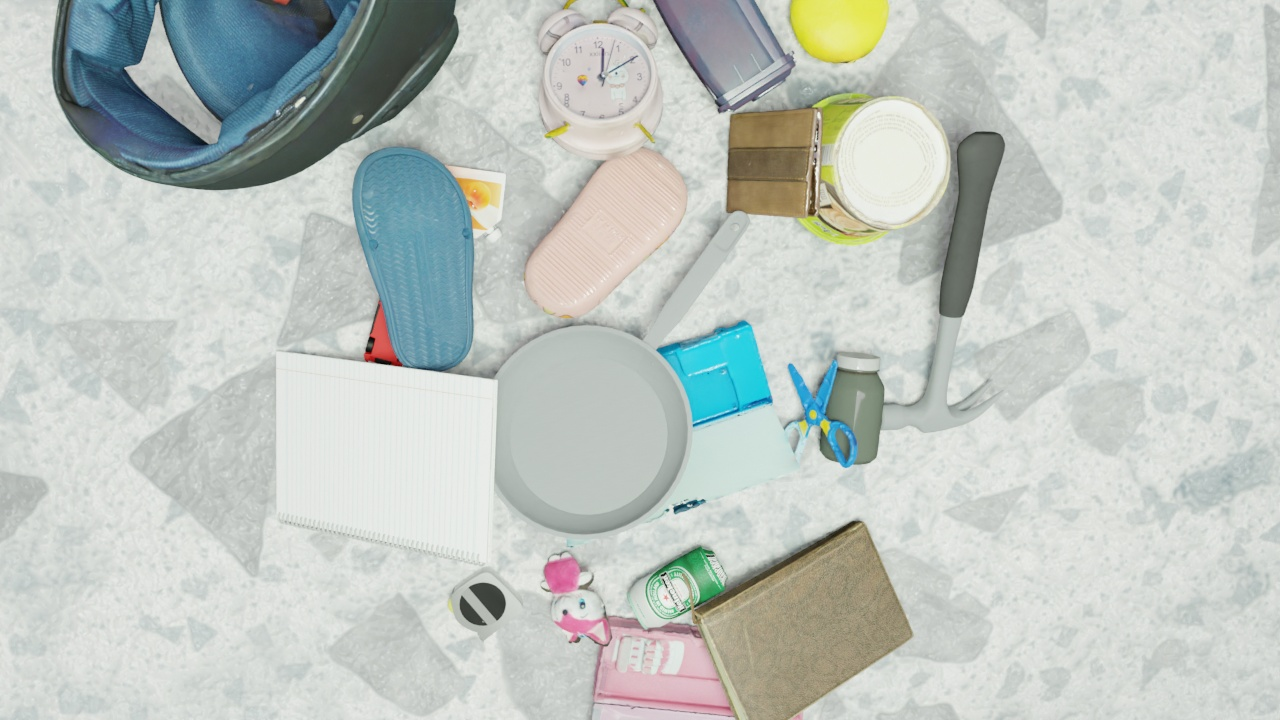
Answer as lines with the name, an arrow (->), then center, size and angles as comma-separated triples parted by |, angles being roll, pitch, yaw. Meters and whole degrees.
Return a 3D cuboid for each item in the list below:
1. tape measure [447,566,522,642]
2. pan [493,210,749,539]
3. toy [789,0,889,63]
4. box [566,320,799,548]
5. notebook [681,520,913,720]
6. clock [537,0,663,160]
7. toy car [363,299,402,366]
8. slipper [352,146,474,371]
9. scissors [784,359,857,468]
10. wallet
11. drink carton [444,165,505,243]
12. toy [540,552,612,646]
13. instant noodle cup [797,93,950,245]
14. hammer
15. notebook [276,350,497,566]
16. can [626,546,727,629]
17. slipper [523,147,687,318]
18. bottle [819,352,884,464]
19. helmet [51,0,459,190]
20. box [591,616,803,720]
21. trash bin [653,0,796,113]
tape measure -> -0.164, 0.256, 0.965 | 0.064, 0.016, 0.065 | -37, 101, 2
pan -> -0.005, 0.005, 0.875 | 0.201, 0.051, 0.356 | 36, 82, 9
toy -> 0.190, -0.331, 0.877 | 0.095, 0.041, 0.094 | -11, 96, -2
box -> 0.018, 0.074, 0.922 | 0.243, 0.071, 0.170 | -18, 77, -1
notebook -> 0.162, 0.260, 0.954 | 0.215, 0.034, 0.190 | -26, 98, -17
clock -> -0.037, -0.267, 0.847 | 0.117, 0.059, 0.157 | -1, 77, -2
toy car -> -0.242, -0.039, 0.901 | 0.038, 0.025, 0.089 | 15, 101, -14
slipper -> -0.205, -0.093, 0.860 | 0.103, 0.059, 0.214 | -13, 108, -17
scissors -> 0.176, 0.059, 0.934 | 0.015, 0.127, 0.125 | 0, 58, -40
wallet -> 0.124, -0.185, 0.863 | 0.026, 0.121, 0.099 | -5, 102, -32
drink carton -> -0.192, -0.154, 0.883 | 0.122, 0.039, 0.069 | 6, 99, -12
toy -> -0.074, 0.253, 0.953 | 0.066, 0.050, 0.102 | -19, 91, 33
instant noodle cup -> 0.216, -0.183, 0.865 | 0.146, 0.098, 0.146 | -2, 97, -14
hammer -> 0.312, -0.067, 0.898 | 0.125, 0.029, 0.311 | -2, 117, -7
notebook -> -0.249, 0.092, 0.881 | 0.246, 0.013, 0.178 | 7, 100, 20
can -> 0.039, 0.237, 0.960 | 0.101, 0.053, 0.053 | -29, 101, 0
slipper -> -0.033, -0.113, 0.875 | 0.093, 0.082, 0.197 | 38, 71, 1
bottle -> 0.217, 0.048, 0.937 | 0.060, 0.060, 0.108 | 3, 100, -5
helmet -> -0.291, -0.281, 0.746 | 0.249, 0.235, 0.316 | 37, 97, -10
box -> 0.062, 0.374, 0.994 | 0.232, 0.039, 0.179 | 10, 95, -7
trash bin -> 0.074, -0.315, 0.844 | 0.092, 0.093, 0.161 | -31, 100, 10
